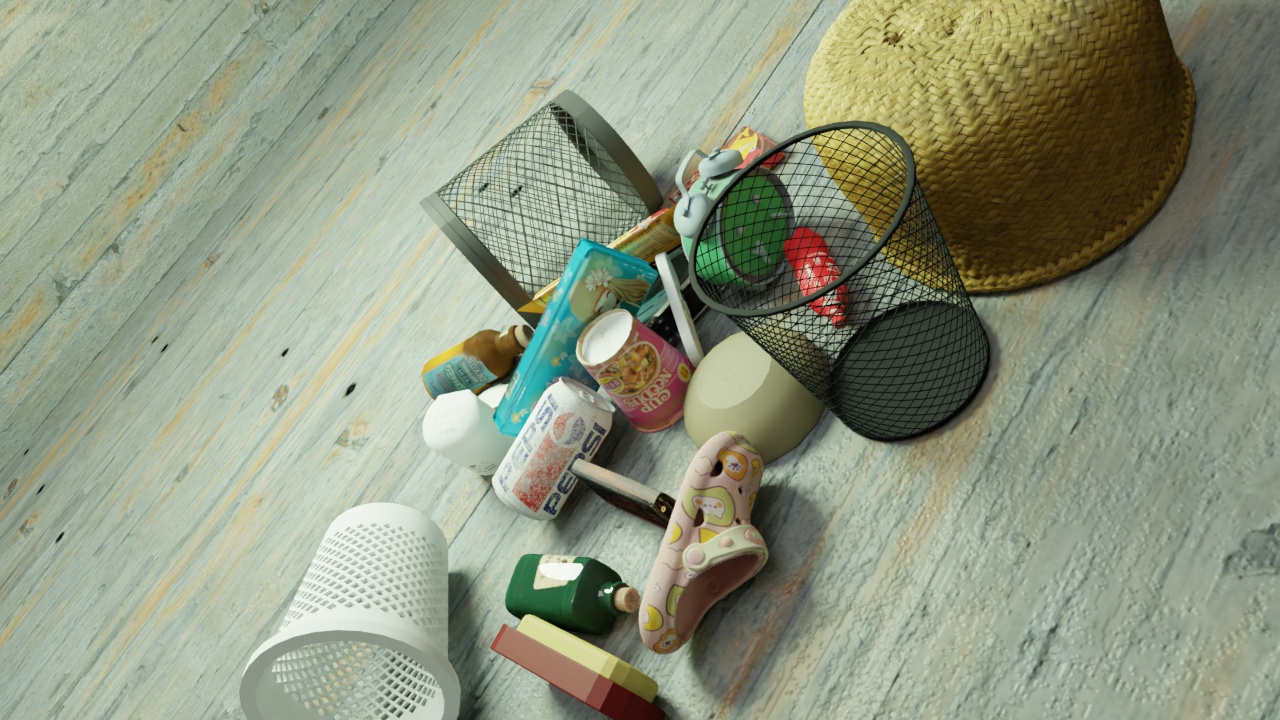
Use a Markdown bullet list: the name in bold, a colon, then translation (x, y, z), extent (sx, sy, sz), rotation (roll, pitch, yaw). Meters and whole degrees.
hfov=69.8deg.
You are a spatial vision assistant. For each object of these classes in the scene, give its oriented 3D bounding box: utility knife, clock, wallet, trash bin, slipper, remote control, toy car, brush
- **utility knife**: translation (-0.002, -0.049, 1.072), extent (0.126, 0.015, 0.022), rotation (-34, 70, 18)
- **clock**: translation (0.094, -0.150, 0.948), extent (0.075, 0.161, 0.121), rotation (5, 61, 47)
- **wallet**: translation (-0.005, 0.129, 0.861), extent (0.123, 0.072, 0.019), rotation (14, 66, 48)
- **trash bin**: translation (0.173, -0.049, 0.737), extent (0.184, 0.210, 0.183), rotation (-26, 41, 25)
- **slipper**: translation (0.067, 0.157, 0.766), extent (0.082, 0.093, 0.197), rotation (14, 67, 27)
- **remote control**: translation (0.042, -0.054, 0.962), extent (0.013, 0.043, 0.136), rotation (-22, 64, 10)
- **trash bin**: translation (-0.118, -0.191, 1.155), extent (0.227, 0.218, 0.218), rotation (-42, 37, -2)
- **toy car**: translation (0.049, -0.062, 1.017), extent (0.113, 0.039, 0.039), rotation (-47, 16, 0)
- **trash bin**: translation (-0.270, 0.259, 0.919), extent (0.196, 0.195, 0.199), rotation (-34, 29, 16)
- **brush**: translation (-0.051, 0.261, 0.774), extent (0.174, 0.082, 0.041), rotation (8, 62, 47)

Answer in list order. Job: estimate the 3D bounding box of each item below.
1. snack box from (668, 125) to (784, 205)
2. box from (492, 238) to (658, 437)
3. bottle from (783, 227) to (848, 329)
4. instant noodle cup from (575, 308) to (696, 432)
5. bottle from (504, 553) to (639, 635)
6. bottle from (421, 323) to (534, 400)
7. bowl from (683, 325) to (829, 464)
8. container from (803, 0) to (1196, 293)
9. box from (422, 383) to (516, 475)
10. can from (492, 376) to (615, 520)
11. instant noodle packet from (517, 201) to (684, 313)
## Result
- **snack box**: translation (0.103, -0.224, 1.124), extent (0.133, 0.021, 0.089), rotation (-43, 36, 4)
- **box**: translation (-0.072, -0.015, 0.979), extent (0.227, 0.094, 0.041), rotation (-62, 37, 17)
- **bottle**: translation (0.177, -0.080, 0.903), extent (0.042, 0.042, 0.141), rotation (-32, 39, 18)
- **instant noodle cup**: translation (-0.006, 0.006, 0.944), extent (0.098, 0.108, 0.097), rotation (-25, 42, 25)
- **bottle**: translation (-0.057, 0.214, 0.839), extent (0.131, 0.061, 0.061), rotation (-7, 54, 40)
- **bottle**: translation (-0.201, -0.001, 1.173), extent (0.157, 0.068, 0.067), rotation (-27, 41, 23)
- **bowl**: translation (0.100, 0.025, 0.872), extent (0.153, 0.050, 0.152), rotation (-26, 41, 25)
- **container**: translation (0.298, -0.234, 0.805), extent (0.308, 0.196, 0.306), rotation (-27, 41, 26)
- **box**: translation (-0.187, 0.061, 1.076), extent (0.084, 0.140, 0.141), rotation (-14, 61, 16)
- **can**: translation (-0.089, 0.091, 0.948), extent (0.136, 0.078, 0.078), rotation (-58, 36, 8)
- **instant noodle packet**: translation (-0.019, -0.110, 1.051), extent (0.221, 0.159, 0.032), rotation (-31, 80, 19)
